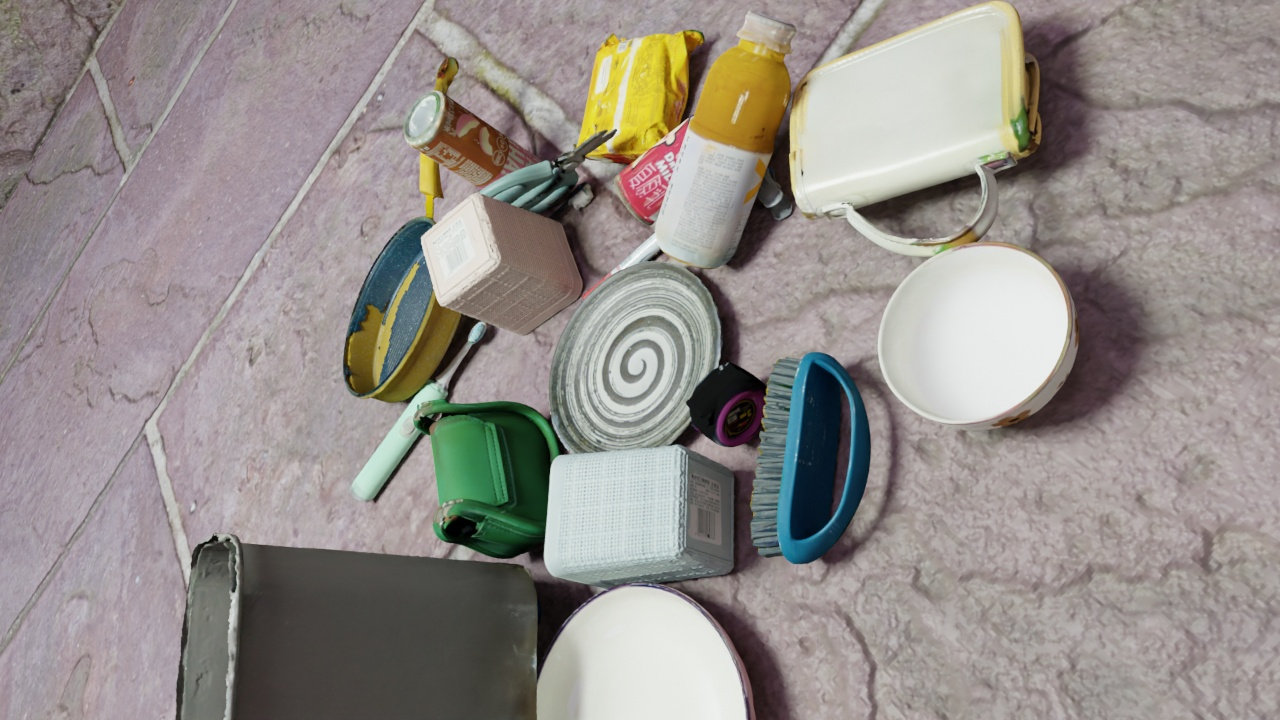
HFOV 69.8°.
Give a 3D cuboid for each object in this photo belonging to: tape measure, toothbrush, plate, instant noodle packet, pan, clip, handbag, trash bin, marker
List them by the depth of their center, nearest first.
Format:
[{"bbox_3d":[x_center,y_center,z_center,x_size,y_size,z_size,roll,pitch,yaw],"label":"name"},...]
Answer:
[{"bbox_3d":[0.185,-0.138,0.624,0.164,0.063,0.178,-12,57,36],"label":"handbag"},{"bbox_3d":[0.002,0.253,0.632,0.193,0.039,0.192,-18,61,34],"label":"plate"},{"bbox_3d":[0.063,0.032,0.663,0.057,0.058,0.039,-44,44,-8],"label":"tape measure"},{"bbox_3d":[-0.205,0.225,0.663,0.199,0.219,0.198,-20,69,55],"label":"trash bin"},{"bbox_3d":[0.103,-0.136,0.732,0.025,0.032,0.057,-41,43,16],"label":"clip"},{"bbox_3d":[-0.125,0.094,0.755,0.068,0.120,0.131,-38,53,29],"label":"handbag"},{"bbox_3d":[-0.004,0.004,0.758,0.180,0.024,0.179,-17,61,33],"label":"plate"},{"bbox_3d":[0.006,-0.095,0.795,0.145,0.017,0.017,-39,51,20],"label":"marker"},{"bbox_3d":[-0.002,-0.244,0.849,0.111,0.044,0.128,9,81,35],"label":"instant noodle packet"},{"bbox_3d":[-0.114,-0.113,0.907,0.181,0.015,0.018,-37,60,22],"label":"toothbrush"},{"bbox_3d":[-0.220,0.051,0.918,0.225,0.026,0.027,-52,11,9],"label":"toothbrush"},{"bbox_3d":[-0.230,-0.131,0.942,0.198,0.078,0.357,17,85,54],"label":"pan"}]

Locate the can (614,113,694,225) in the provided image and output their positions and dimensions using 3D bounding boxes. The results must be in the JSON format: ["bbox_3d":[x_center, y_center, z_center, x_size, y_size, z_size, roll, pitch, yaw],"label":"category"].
[{"bbox_3d":[0.044,-0.173,0.772,0.133,0.053,0.053,-34,53,25],"label":"can"}]

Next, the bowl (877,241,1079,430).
[{"bbox_3d":[0.209,-0.008,0.554,0.114,0.062,0.113,-19,59,35],"label":"bowl"}]

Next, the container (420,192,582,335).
[{"bbox_3d":[-0.128,-0.088,0.832,0.090,0.110,0.089,-32,64,26],"label":"container"}]

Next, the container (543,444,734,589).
[{"bbox_3d":[0.003,0.112,0.661,0.112,0.090,0.089,-13,63,33],"label":"container"}]

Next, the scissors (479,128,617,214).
[{"bbox_3d":[-0.092,-0.165,0.827,0.180,0.142,0.019,-28,83,47],"label":"scissors"}]

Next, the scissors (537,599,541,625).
[{"bbox_3d":[-0.142,0.207,0.795,0.133,0.012,0.172,-50,47,14],"label":"scissors"}]

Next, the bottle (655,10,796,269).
[{"bbox_3d":[0.067,-0.165,0.699,0.068,0.067,0.190,44,124,42],"label":"bottle"}]

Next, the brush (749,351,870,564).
[{"bbox_3d":[0.116,0.063,0.607,0.074,0.055,0.143,-3,69,41],"label":"brush"}]

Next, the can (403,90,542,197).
[{"bbox_3d":[-0.155,-0.200,0.887,0.058,0.147,0.057,-17,61,34],"label":"can"}]
